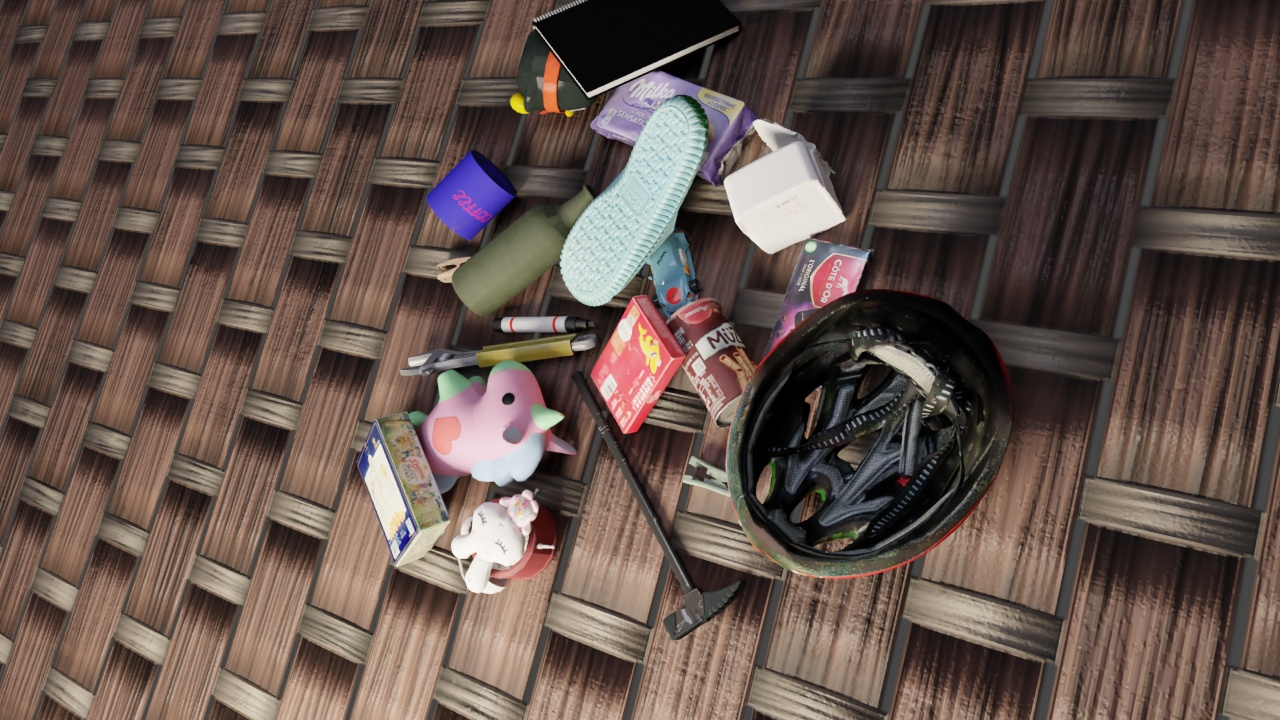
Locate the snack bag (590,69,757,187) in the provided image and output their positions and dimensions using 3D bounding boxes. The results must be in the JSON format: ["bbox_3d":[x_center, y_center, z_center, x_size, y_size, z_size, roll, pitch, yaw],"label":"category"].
[{"bbox_3d":[0.038,-0.275,1.069,0.205,0.058,0.096,34,91,34],"label":"snack bag"}]

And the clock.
[{"bbox_3d":[-0.155,0.209,1.050,0.138,0.048,0.096,-28,65,19],"label":"clock"}]

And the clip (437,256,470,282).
[{"bbox_3d":[-0.239,-0.118,1.203,0.062,0.025,0.047,-39,65,7],"label":"clip"}]

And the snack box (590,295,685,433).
[{"bbox_3d":[-0.006,0.006,0.998,0.089,0.021,0.133,59,139,27],"label":"snack box"}]

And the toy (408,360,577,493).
[{"bbox_3d":[-0.189,0.092,1.072,0.222,0.120,0.171,-47,57,18],"label":"toy"}]

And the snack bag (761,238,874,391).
[{"bbox_3d":[0.181,-0.050,0.950,0.075,0.018,0.155,17,84,33],"label":"snack bag"}]

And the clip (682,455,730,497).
[{"bbox_3d":[0.082,0.125,0.955,0.076,0.023,0.047,19,88,34],"label":"clip"}]

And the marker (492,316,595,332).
[{"bbox_3d":[-0.117,-0.044,1.115,0.146,0.019,0.019,1,77,30],"label":"marker"}]

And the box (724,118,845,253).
[{"bbox_3d":[0.142,-0.199,0.960,0.103,0.110,0.130,-25,66,21],"label":"box"}]

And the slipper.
[{"bbox_3d":[0.002,-0.169,1.025,0.277,0.069,0.116,-54,51,31],"label":"slipper"}]

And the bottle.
[{"bbox_3d":[-0.135,-0.139,1.121,0.207,0.071,0.071,-36,62,16],"label":"bottle"}]

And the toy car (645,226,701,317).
[{"bbox_3d":[0.032,-0.104,1.042,0.060,0.027,0.107,-21,67,23],"label":"toy car"}]

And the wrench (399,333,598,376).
[{"bbox_3d":[-0.176,-0.008,1.121,0.274,0.083,0.018,-8,108,20],"label":"wrench"}]

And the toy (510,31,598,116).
[{"bbox_3d":[-0.093,-0.355,1.146,0.119,0.097,0.100,16,129,9],"label":"toy"}]

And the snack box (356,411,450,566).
[{"bbox_3d":[-0.284,0.154,1.085,0.145,0.042,0.145,65,147,16],"label":"snack box"}]

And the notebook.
[{"bbox_3d":[-0.006,-0.400,1.097,0.206,0.016,0.149,-27,61,-11],"label":"notebook"}]

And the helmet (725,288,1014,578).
[{"bbox_3d":[0.198,0.069,0.817,0.217,0.167,0.272,42,92,17],"label":"helmet"}]

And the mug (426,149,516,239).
[{"bbox_3d":[-0.221,-0.221,1.195,0.084,0.079,0.111,-42,32,13],"label":"mug"}]

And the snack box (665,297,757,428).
[{"bbox_3d":[0.081,0.002,0.960,0.072,0.072,0.121,-38,62,16],"label":"snack box"}]

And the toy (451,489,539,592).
[{"bbox_3d":[-0.159,0.192,1.005,0.126,0.037,0.076,-44,64,16],"label":"toy"}]

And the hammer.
[{"bbox_3d":[0.001,0.136,1.003,0.095,0.015,0.324,-38,61,15],"label":"hammer"}]
